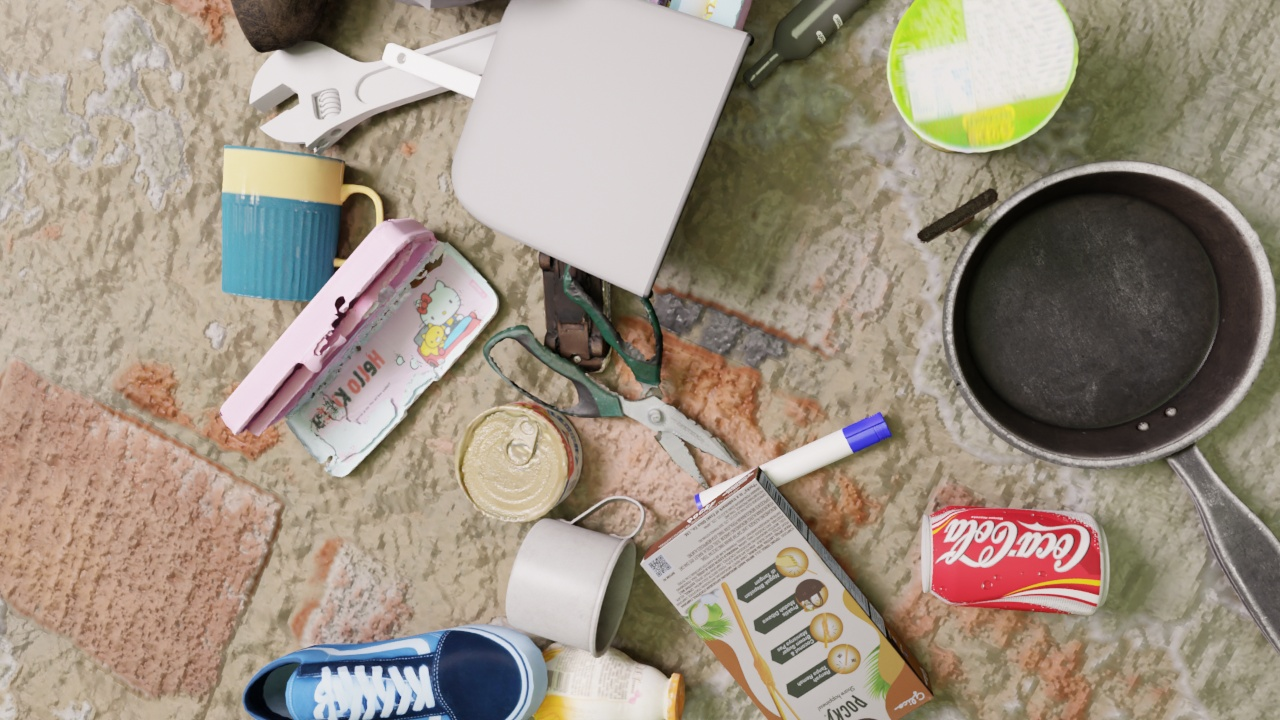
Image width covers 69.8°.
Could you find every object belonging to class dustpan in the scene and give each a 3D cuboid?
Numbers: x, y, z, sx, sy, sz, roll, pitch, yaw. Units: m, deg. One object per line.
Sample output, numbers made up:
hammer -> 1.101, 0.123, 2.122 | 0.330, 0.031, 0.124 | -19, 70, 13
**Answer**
dustpan -> -0.071, -0.163, 0.591 | 0.258, 0.033, 0.163 | 25, 100, 18

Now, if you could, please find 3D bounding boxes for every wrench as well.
wrench -> -0.162, -0.221, 0.675 | 0.273, 0.018, 0.086 | -15, 78, 11

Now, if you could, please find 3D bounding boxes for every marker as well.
marker -> 0.104, 0.073, 0.636 | 0.142, 0.020, 0.020 | -27, 88, 14

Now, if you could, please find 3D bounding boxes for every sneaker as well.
sneaker -> -0.185, 0.240, 0.651 | 0.242, 0.098, 0.083 | -11, 83, 27

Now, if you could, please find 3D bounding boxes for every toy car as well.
toy car -> -0.045, -0.044, 0.656 | 0.048, 0.040, 0.113 | 5, 113, 12

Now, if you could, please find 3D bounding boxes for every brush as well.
brush -> 0.189, -0.084, 0.541 | 0.045, 0.142, 0.008 | -32, 85, 22

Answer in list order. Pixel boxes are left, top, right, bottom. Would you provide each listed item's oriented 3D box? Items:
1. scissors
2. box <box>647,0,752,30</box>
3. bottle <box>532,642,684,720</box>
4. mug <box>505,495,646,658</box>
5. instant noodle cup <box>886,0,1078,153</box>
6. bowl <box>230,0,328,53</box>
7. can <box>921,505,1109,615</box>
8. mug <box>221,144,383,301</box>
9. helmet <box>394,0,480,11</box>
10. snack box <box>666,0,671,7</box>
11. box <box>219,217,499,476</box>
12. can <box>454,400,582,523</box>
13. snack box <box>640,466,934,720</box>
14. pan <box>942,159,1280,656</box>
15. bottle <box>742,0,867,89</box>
scissors -> 0.001, 0.003, 0.634 | 0.209, 0.015, 0.147 | 30, 115, 0
box -> -0.002, -0.192, 0.592 | 0.150, 0.048, 0.214 | 24, 100, 31
bottle -> -0.024, 0.237, 0.657 | 0.109, 0.063, 0.063 | 2, 95, 13
mug -> -0.043, 0.145, 0.652 | 0.070, 0.084, 0.113 | 13, 68, 14
instant noodle cup -> 0.197, -0.167, 0.550 | 0.099, 0.107, 0.099 | 1, 94, 14
bowl -> -0.252, -0.283, 0.650 | 0.056, 0.121, 0.121 | -5, 93, -6
can -> 0.236, 0.127, 0.586 | 0.105, 0.064, 0.064 | 1, 94, 13
mug -> -0.250, -0.099, 0.682 | 0.113, 0.083, 0.107 | 4, 96, -15
helmet -> -0.144, -0.299, 0.621 | 0.271, 0.118, 0.183 | 41, 70, 16
snack box -> -0.009, -0.182, 0.637 | 0.051, 0.031, 0.141 | 36, 101, 8
box -> -0.201, -0.001, 0.677 | 0.102, 0.087, 0.202 | 43, 102, -6
can -> -0.088, 0.073, 0.670 | 0.086, 0.043, 0.086 | 1, 95, 13
snack box -> 0.099, 0.177, 0.628 | 0.101, 0.031, 0.186 | -39, 91, 15
pan -> 0.327, 0.045, 0.565 | 0.187, 0.055, 0.357 | -32, 94, 13
bottle -> 0.113, -0.223, 0.606 | 0.113, 0.030, 0.030 | -42, 84, 13
